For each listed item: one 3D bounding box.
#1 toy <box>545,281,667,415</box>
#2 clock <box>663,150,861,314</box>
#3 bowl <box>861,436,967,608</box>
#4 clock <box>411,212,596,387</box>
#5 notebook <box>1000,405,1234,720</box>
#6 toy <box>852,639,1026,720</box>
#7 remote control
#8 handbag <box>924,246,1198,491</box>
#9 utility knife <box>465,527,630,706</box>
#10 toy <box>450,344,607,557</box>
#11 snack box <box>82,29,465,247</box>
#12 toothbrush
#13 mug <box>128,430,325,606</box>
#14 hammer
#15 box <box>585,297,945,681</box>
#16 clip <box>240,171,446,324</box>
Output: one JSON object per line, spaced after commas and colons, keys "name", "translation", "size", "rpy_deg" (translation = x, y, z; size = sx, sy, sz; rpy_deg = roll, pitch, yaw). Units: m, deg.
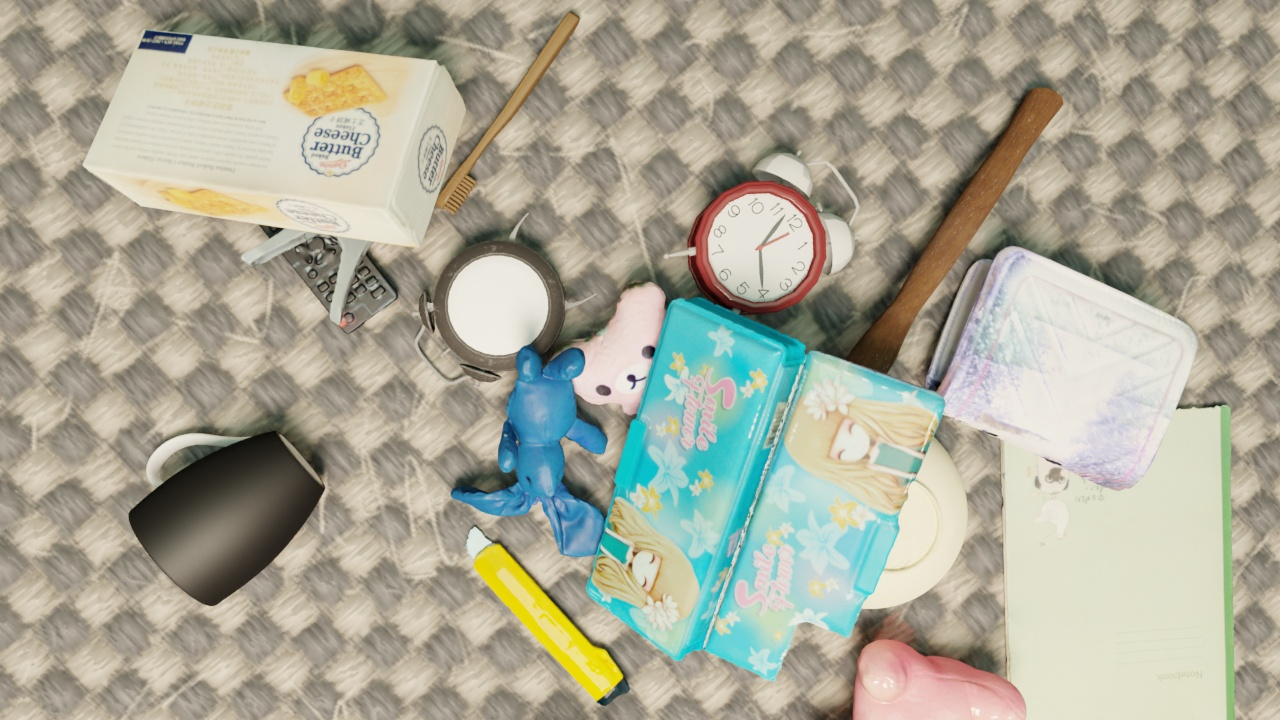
{"name": "toy", "translation": [-0.004, 0.004, 0.642], "size": [0.099, 0.052, 0.096], "rpy_deg": [-39, 108, 11]}
{"name": "clock", "translation": [0.090, -0.085, 0.646], "size": [0.137, 0.048, 0.096], "rpy_deg": [-37, 95, -1]}
{"name": "bowl", "translation": [0.166, 0.109, 0.647], "size": [0.150, 0.075, 0.151], "rpy_deg": [0, 92, -5]}
{"name": "clock", "translation": [-0.101, -0.034, 0.635], "size": [0.123, 0.044, 0.091], "rpy_deg": [-40, 95, -2]}
{"name": "notebook", "translation": [0.364, 0.163, 0.697], "size": [0.182, 0.010, 0.252], "rpy_deg": [-2, 92, -5]}
{"name": "toy", "translation": [0.180, 0.311, 0.652], "size": [0.142, 0.084, 0.213], "rpy_deg": [17, 89, -3]}
{"name": "remote control", "translation": [-0.231, -0.091, 0.635], "size": [0.047, 0.022, 0.150], "rpy_deg": [-37, 96, -3]}
{"name": "handbag", "translation": [0.292, 0.007, 0.654], "size": [0.158, 0.069, 0.126], "rpy_deg": [24, 85, -3]}
{"name": "utility knife", "translation": [-0.069, 0.184, 0.660], "size": [0.030, 0.017, 0.163], "rpy_deg": [-42, 95, -7]}
{"name": "toy", "translation": [-0.072, 0.057, 0.620], "size": [0.112, 0.071, 0.177], "rpy_deg": [-1, 123, -11]}
{"name": "snack box", "translation": [-0.226, -0.140, 0.575], "size": [0.208, 0.057, 0.104], "rpy_deg": [9, 73, 11]}
{"name": "toothbrush", "translation": [-0.091, -0.174, 0.645], "size": [0.016, 0.016, 0.167], "rpy_deg": [34, 90, -5]}
{"name": "mug", "translation": [-0.278, 0.087, 0.615], "size": [0.100, 0.085, 0.119], "rpy_deg": [-40, 65, -15]}
{"name": "hammer", "translation": [0.203, -0.062, 0.641], "size": [0.033, 0.115, 0.322], "rpy_deg": [41, 79, -27]}
{"name": "box", "translation": [0.067, 0.093, 0.589], "size": [0.185, 0.056, 0.227], "rpy_deg": [24, 108, 24]}
{"name": "clip", "translation": [-0.200, -0.118, 0.616], "size": [0.107, 0.028, 0.163], "rpy_deg": [32, 77, -10]}
